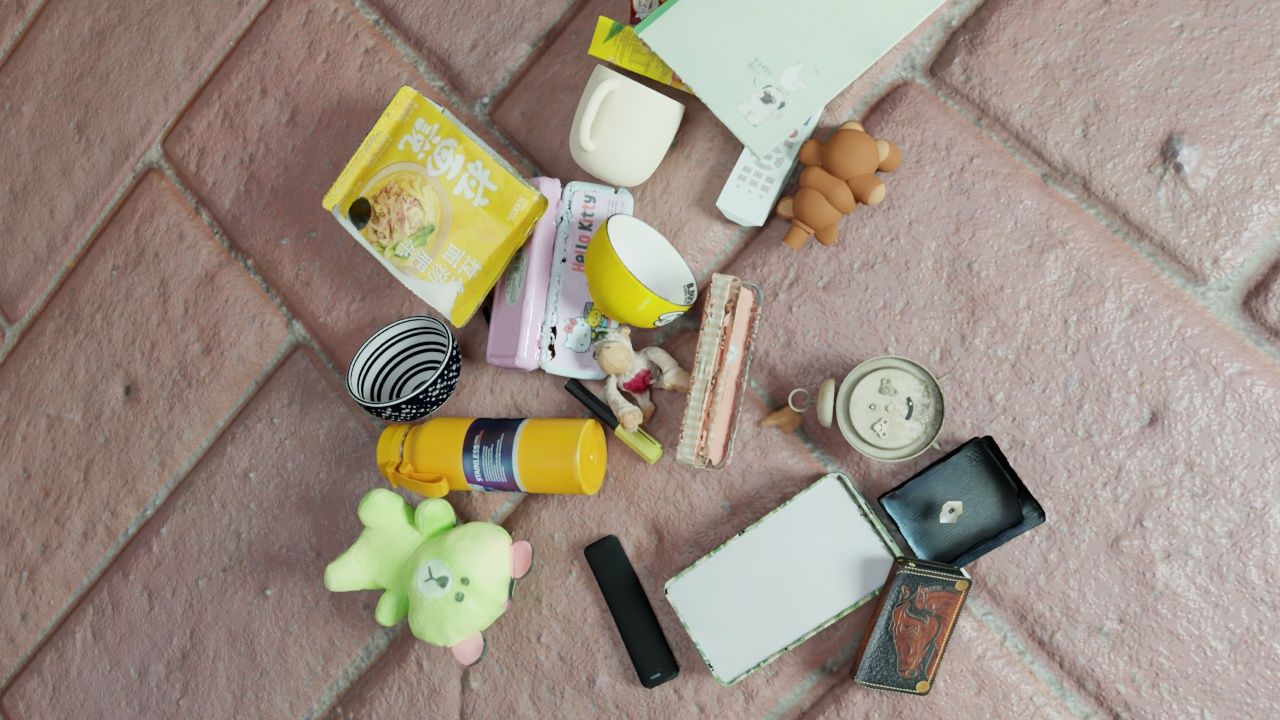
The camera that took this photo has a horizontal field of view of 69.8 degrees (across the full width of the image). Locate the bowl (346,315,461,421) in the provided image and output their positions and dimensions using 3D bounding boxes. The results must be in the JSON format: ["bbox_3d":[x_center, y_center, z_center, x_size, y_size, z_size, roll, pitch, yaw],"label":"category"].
[{"bbox_3d":[-0.241,0.019,0.973,0.120,0.066,0.120,-12,48,13],"label":"bowl"}]

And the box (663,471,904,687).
[{"bbox_3d":[0.132,0.200,0.847,0.206,0.051,0.117,-38,71,11],"label":"box"}]

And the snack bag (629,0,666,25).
[{"bbox_3d":[0.097,-0.387,0.918,0.208,0.066,0.138,6,81,10],"label":"snack bag"}]

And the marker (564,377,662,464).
[{"bbox_3d":[-0.028,0.058,0.929,0.124,0.017,0.021,39,97,19],"label":"marker"}]

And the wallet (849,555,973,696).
[{"bbox_3d":[0.233,0.231,0.793,0.072,0.019,0.123,11,108,-9],"label":"wallet"}]

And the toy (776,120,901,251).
[{"bbox_3d":[0.181,-0.160,0.862,0.095,0.065,0.128,40,107,25],"label":"toy"}]

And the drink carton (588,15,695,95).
[{"bbox_3d":[0.020,-0.300,0.920,0.135,0.058,0.043,27,108,19],"label":"drink carton"}]

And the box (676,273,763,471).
[{"bbox_3d":[0.075,0.013,0.871,0.042,0.082,0.187,12,91,28],"label":"box"}]

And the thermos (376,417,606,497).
[{"bbox_3d":[-0.158,0.097,0.931,0.233,0.091,0.076,0,95,19],"label":"thermos"}]

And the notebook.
[{"bbox_3d":[0.144,-0.331,0.867,0.252,0.010,0.182,-41,78,-4],"label":"notebook"}]

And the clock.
[{"bbox_3d":[0.206,0.042,0.832,0.141,0.054,0.093,5,89,12],"label":"clock"}]

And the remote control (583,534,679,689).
[{"bbox_3d":[-0.011,0.247,0.906,0.041,0.020,0.152,-29,76,13],"label":"remote control"}]

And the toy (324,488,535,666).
[{"bbox_3d":[-0.210,0.214,0.937,0.197,0.107,0.150,25,88,11],"label":"toy"}]

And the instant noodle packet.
[{"bbox_3d":[-0.208,-0.159,0.956,0.221,0.084,0.163,42,99,26],"label":"instant noodle packet"}]

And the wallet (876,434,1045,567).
[{"bbox_3d":[0.282,0.129,0.811,0.115,0.026,0.089,-34,80,13],"label":"wallet"}]

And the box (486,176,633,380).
[{"bbox_3d":[-0.089,-0.086,0.934,0.146,0.077,0.201,6,86,19],"label":"box"}]

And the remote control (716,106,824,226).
[{"bbox_3d":[0.127,-0.198,0.895,0.049,0.024,0.143,30,97,19],"label":"remote control"}]

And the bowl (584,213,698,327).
[{"bbox_3d":[-0.009,-0.078,0.888,0.068,0.117,0.117,-42,73,29],"label":"bowl"}]

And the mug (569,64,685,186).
[{"bbox_3d":[-0.025,-0.225,0.899,0.096,0.120,0.100,32,106,23],"label":"mug"}]

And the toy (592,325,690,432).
[{"bbox_3d":[-0.005,0.005,0.895,0.085,0.074,0.106,-39,83,16],"label":"toy"}]

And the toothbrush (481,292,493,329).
[{"bbox_3d":[-0.184,-0.108,1.000,0.013,0.012,0.167,-27,77,23],"label":"toothbrush"}]
